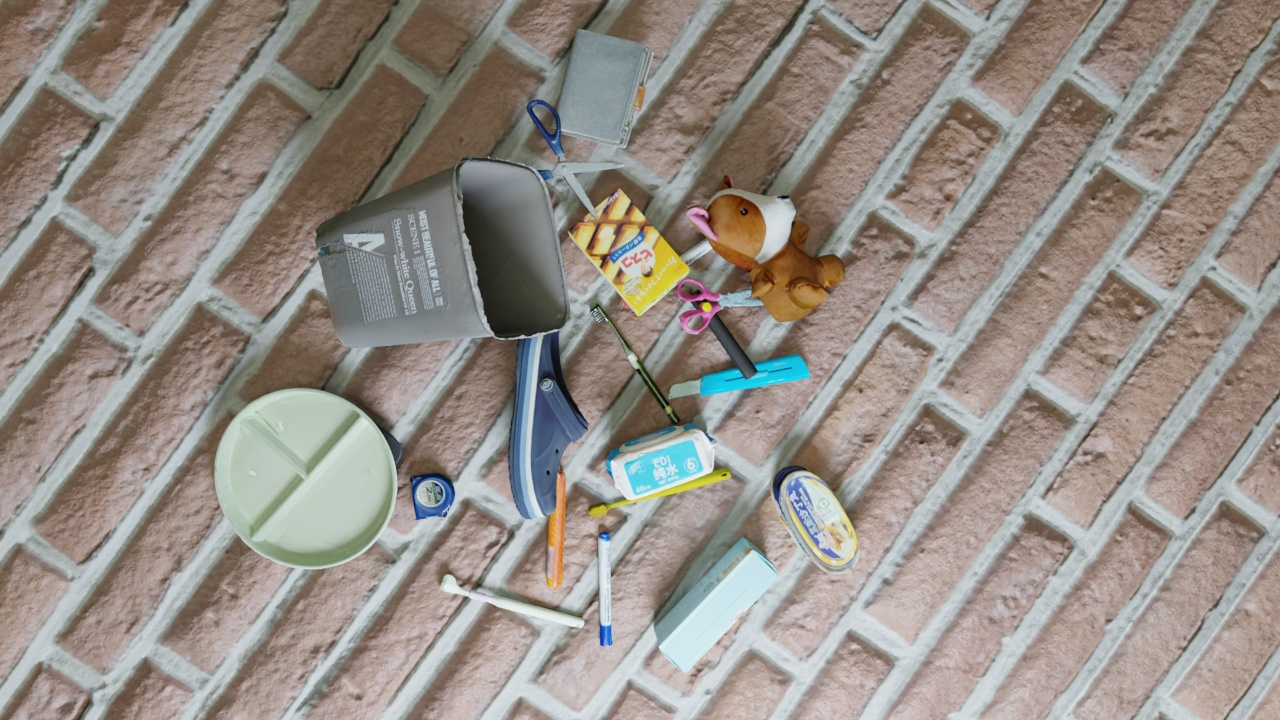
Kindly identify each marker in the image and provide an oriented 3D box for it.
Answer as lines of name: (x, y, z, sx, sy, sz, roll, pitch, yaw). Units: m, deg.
marker: (0.105, -0.033, 1.169, 0.020, 0.022, 0.132, -38, 84, 34)
marker: (-0.046, 0.295, 1.182, 0.017, 0.017, 0.146, -1, 92, -4)
marker: (0.037, -0.115, 1.174, 0.145, 0.017, 0.017, -35, 93, -2)

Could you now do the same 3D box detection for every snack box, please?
snack box: (-0.015, -0.136, 1.153, 0.087, 0.034, 0.140, -40, 86, -2)
snack box: (0.094, 0.307, 1.162, 0.051, 0.074, 0.175, 45, 89, -3)

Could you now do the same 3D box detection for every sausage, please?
sausage: (-0.108, 0.216, 1.173, 0.021, 0.021, 0.165, 3, 92, -4)

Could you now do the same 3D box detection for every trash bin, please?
trash bin: (-0.229, -0.109, 1.048, 0.220, 0.198, 0.199, -9, 93, 24)

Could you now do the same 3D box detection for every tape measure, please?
tape measure: (-0.262, 0.171, 1.161, 0.054, 0.025, 0.058, -7, 96, -5)

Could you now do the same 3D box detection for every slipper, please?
slipper: (-0.109, 0.068, 1.128, 0.095, 0.105, 0.252, 0, 82, 6)

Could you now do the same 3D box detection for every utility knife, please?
utility knife: (0.125, 0.024, 1.184, 0.185, 0.018, 0.034, -12, 93, -2)

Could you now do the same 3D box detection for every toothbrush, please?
toothbrush: (-0.007, 0.007, 1.178, 0.017, 0.012, 0.186, -35, 94, 4)
toothbrush: (-0.163, 0.311, 1.175, 0.189, 0.020, 0.029, 18, 121, -5)
toothbrush: (0.025, 0.170, 1.182, 0.190, 0.016, 0.015, -15, 93, -3)

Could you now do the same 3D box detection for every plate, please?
plate: (-0.411, 0.145, 1.136, 0.230, 0.027, 0.230, 1, 99, 3)

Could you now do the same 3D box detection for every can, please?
can: (0.225, 0.204, 1.179, 0.074, 0.049, 0.148, -31, 94, -2)

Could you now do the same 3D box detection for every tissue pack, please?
tissue pack: (0.026, 0.122, 1.145, 0.140, 0.090, 0.063, -19, 93, -2)

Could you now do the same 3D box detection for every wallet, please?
wallet: (-0.046, -0.340, 1.153, 0.106, 0.037, 0.129, 16, 91, 7)

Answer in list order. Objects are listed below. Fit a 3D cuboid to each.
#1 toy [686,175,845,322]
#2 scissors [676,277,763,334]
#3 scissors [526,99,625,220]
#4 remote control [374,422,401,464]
toy: (0.155, -0.143, 1.132, 0.199, 0.139, 0.131, 43, 126, 3)
scissors: (0.102, -0.085, 1.163, 0.137, 0.017, 0.077, -20, 95, -24)
scissors: (-0.106, -0.246, 1.143, 0.176, 0.012, 0.162, -11, 92, 13)
remote control: (-0.361, 0.091, 1.153, 0.136, 0.024, 0.053, 32, 95, -2)
